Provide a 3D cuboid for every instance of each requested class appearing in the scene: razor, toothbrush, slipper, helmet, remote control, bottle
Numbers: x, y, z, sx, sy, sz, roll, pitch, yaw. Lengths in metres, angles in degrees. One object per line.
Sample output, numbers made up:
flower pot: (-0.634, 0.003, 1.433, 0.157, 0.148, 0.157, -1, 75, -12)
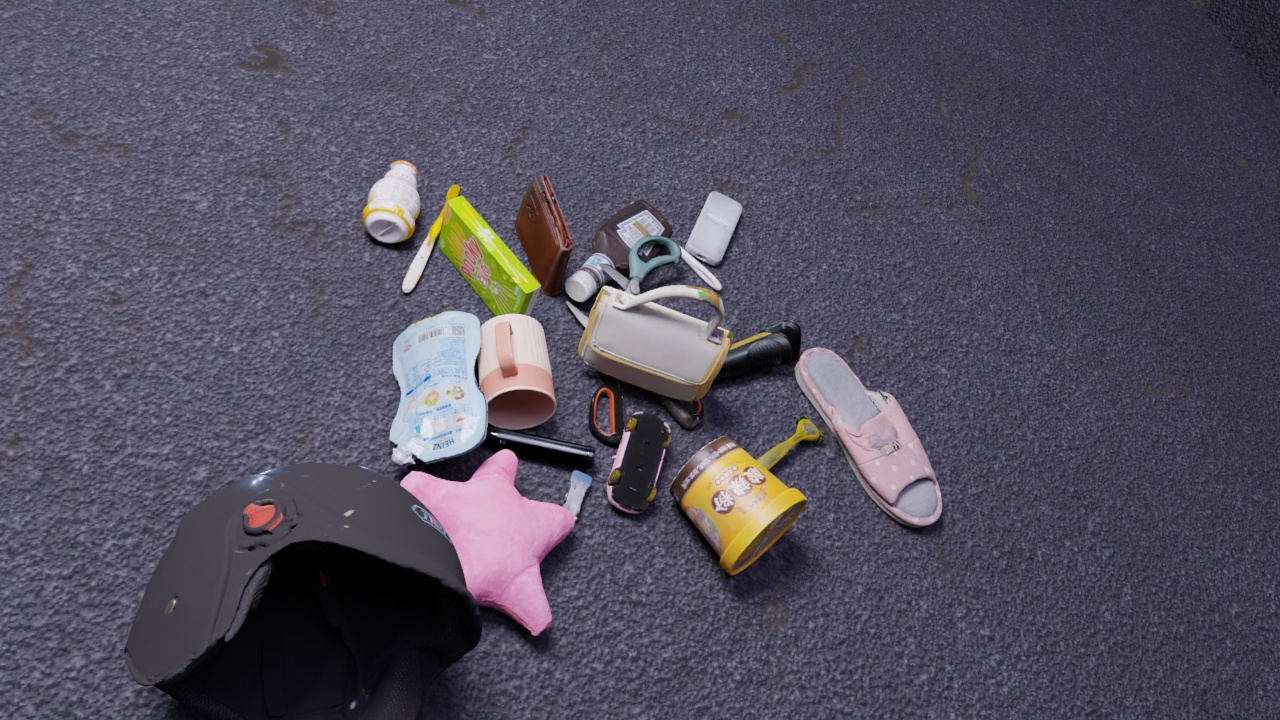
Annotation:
razor: (0.135, -0.007, 1.191, 0.167, 0.062, 0.067, -19, 35, -26)
toothbrush: (0.051, -0.161, 1.284, 0.180, 0.016, 0.016, 46, 46, 13)
slipper: (0.299, 0.089, 1.183, 0.114, 0.055, 0.274, -17, 64, -32)
razor: (0.176, 0.111, 1.135, 0.132, 0.028, 0.043, -30, 75, -34)
toothbrush: (-0.261, -0.153, 1.147, 0.016, 0.018, 0.190, 19, 53, -7)
helmet: (-0.263, 0.192, 0.743, 0.275, 0.233, 0.229, -25, 43, 8)
remote control: (0.107, -0.191, 1.325, 0.056, 0.020, 0.135, 26, 51, -3)
toothbrush: (-0.155, 0.087, 1.010, 0.212, 0.026, 0.027, 12, 40, -11)
bottle: (-0.301, -0.197, 1.128, 0.063, 0.063, 0.108, 14, 53, -13)
bottle: (-0.031, -0.141, 1.208, 0.080, 0.044, 0.194, 44, 49, -2)

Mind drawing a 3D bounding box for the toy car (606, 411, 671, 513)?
toy car: (-0.003, 0.116, 1.043, 0.056, 0.037, 0.122, 28, 56, -14)

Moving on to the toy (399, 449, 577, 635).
toy: (-0.138, 0.183, 0.919, 0.178, 0.075, 0.194, -8, 63, -30)

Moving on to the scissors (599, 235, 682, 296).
scissors: (0.028, -0.081, 1.182, 0.170, 0.019, 0.170, 50, 48, -5)

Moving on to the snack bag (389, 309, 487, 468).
snack bag: (-0.218, 0.030, 0.984, 0.110, 0.039, 0.190, -14, 49, 2)

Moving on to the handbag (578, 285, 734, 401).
handbag: (0.021, -0.031, 1.045, 0.163, 0.179, 0.063, 20, 57, -4)

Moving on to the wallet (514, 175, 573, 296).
wallet: (-0.120, -0.156, 1.151, 0.032, 0.101, 0.124, -9, 61, -26)

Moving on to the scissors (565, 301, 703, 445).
scissors: (-0.017, 0.013, 1.125, 0.221, 0.022, 0.227, 31, 51, 0)

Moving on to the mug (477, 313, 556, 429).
mug: (-0.143, 0.004, 1.021, 0.081, 0.115, 0.105, -12, 56, -1)

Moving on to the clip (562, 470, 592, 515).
clip: (-0.072, 0.148, 1.006, 0.026, 0.037, 0.057, 27, 51, -6)

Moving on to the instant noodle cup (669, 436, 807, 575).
instant noodle cup: (0.103, 0.155, 1.018, 0.118, 0.119, 0.114, -27, 62, -35)

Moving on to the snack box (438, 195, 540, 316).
snack box: (-0.185, -0.115, 1.104, 0.026, 0.086, 0.156, -30, 72, -35)
